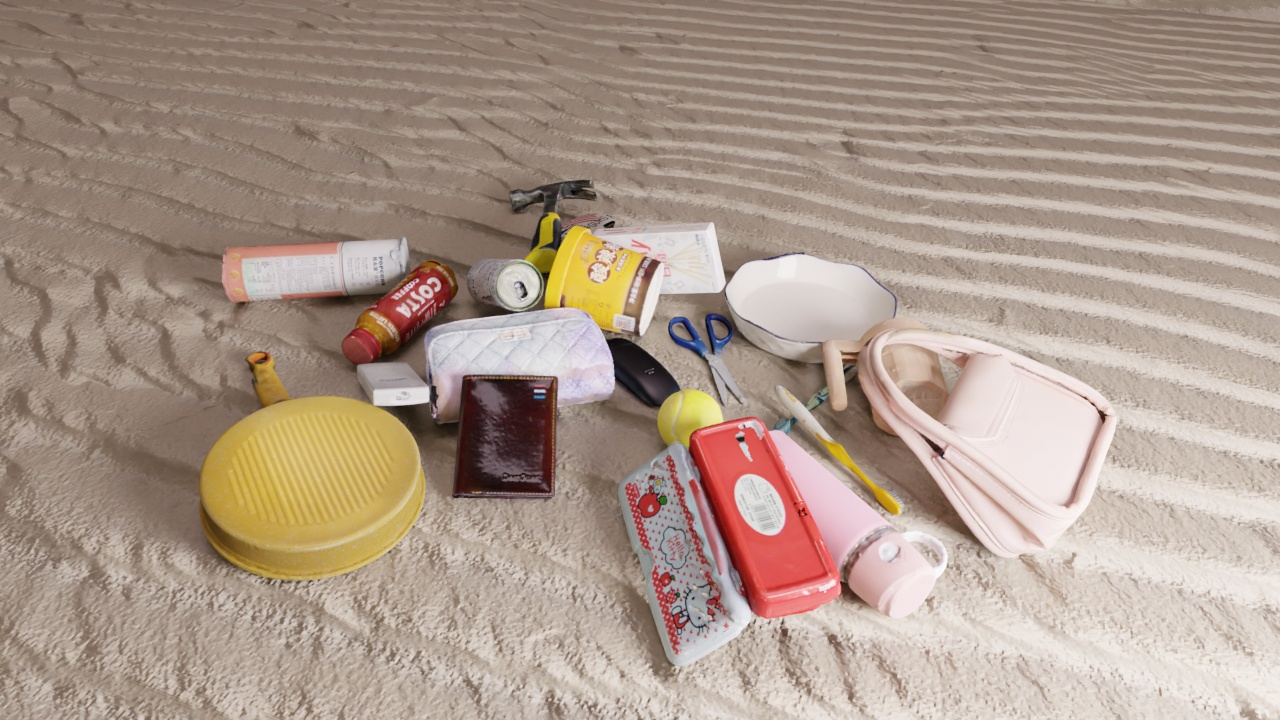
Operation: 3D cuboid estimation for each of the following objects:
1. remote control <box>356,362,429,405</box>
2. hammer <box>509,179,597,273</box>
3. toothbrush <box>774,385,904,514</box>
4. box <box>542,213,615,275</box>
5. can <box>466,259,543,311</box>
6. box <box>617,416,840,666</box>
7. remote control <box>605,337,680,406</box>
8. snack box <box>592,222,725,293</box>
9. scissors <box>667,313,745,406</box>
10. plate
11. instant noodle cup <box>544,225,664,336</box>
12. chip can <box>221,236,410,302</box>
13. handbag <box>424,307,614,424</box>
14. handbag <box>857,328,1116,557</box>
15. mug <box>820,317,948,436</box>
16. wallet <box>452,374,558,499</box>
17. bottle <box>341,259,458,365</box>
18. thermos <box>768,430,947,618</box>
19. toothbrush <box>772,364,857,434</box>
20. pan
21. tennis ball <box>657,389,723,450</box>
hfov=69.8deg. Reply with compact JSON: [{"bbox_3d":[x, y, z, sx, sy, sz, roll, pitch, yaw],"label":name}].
[{"bbox_3d":[-0.259,0.023,0.953,0.056,0.019,0.135,-3,12,-24],"label":"remote control"},{"bbox_3d":[-0.119,-0.185,1.217,0.126,0.032,0.322,-12,25,1],"label":"hammer"},{"bbox_3d":[0.196,0.085,0.918,0.018,0.016,0.191,-7,41,-37],"label":"toothbrush"},{"bbox_3d":[-0.089,-0.162,1.238,0.069,0.052,0.163,-3,31,30],"label":"box"},{"bbox_3d":[-0.161,-0.090,1.077,0.058,0.058,0.147,-14,12,-21],"label":"can"},{"bbox_3d":[0.065,0.142,0.776,0.161,0.058,0.201,-24,42,3],"label":"box"},{"bbox_3d":[-0.006,0.006,1.028,0.053,0.024,0.136,-21,42,-30],"label":"remote control"},{"bbox_3d":[0.021,-0.123,1.126,0.157,0.085,0.026,0,34,24],"label":"snack box"},{"bbox_3d":[0.074,-0.003,1.056,0.133,0.012,0.172,13,38,12],"label":"scissors"},{"bbox_3d":[0.205,-0.063,1.116,0.205,0.046,0.204,1,35,-1],"label":"plate"},{"bbox_3d":[-0.040,-0.087,1.086,0.114,0.119,0.118,18,38,8],"label":"instant noodle cup"},{"bbox_3d":[-0.398,-0.112,1.135,0.214,0.071,0.071,-4,36,-8],"label":"chip can"},{"bbox_3d":[-0.135,0.003,0.984,0.193,0.076,0.134,-10,38,-14],"label":"handbag"},{"bbox_3d":[0.309,0.050,0.857,0.234,0.094,0.192,38,46,8],"label":"handbag"},{"bbox_3d":[0.259,0.017,0.975,0.125,0.084,0.103,2,38,3],"label":"mug"},{"bbox_3d":[-0.129,0.073,0.886,0.096,0.020,0.122,1,70,-1],"label":"wallet"},{"bbox_3d":[-0.280,-0.055,1.072,0.057,0.058,0.174,14,37,16],"label":"bottle"},{"bbox_3d":[0.177,0.138,0.814,0.087,0.067,0.198,-28,43,-21],"label":"thermos"},{"bbox_3d":[0.197,0.037,1.000,0.016,0.018,0.191,28,45,31],"label":"toothbrush"},{"bbox_3d":[-0.340,0.076,0.901,0.197,0.078,0.357,-15,45,-27],"label":"pan"},{"bbox_3d":[0.050,0.061,0.918,0.065,0.066,0.065,1,36,-1],"label":"tennis ball"}]
